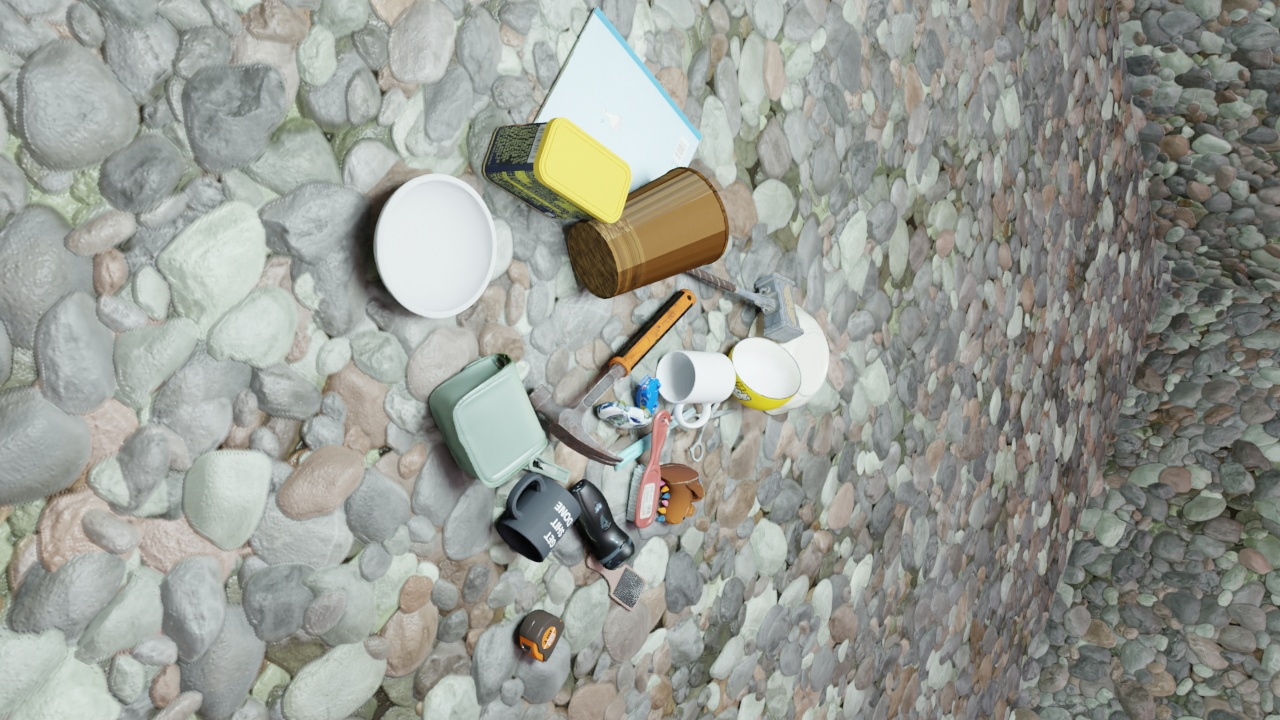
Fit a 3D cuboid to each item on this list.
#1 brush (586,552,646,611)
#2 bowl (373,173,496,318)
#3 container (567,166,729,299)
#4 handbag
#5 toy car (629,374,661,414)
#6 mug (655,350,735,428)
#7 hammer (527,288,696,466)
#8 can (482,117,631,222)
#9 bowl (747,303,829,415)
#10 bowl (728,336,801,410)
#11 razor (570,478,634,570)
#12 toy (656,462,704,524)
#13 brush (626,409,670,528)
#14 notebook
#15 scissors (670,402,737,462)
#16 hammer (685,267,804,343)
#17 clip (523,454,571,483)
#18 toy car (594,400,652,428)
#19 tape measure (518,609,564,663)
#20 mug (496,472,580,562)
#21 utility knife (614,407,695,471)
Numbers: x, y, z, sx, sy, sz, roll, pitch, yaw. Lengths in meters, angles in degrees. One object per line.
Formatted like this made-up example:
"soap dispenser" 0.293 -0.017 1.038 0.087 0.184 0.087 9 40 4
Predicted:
"brush" -0.032 0.303 1.274 0.135 0.015 0.049 48 61 -41
"bowl" -0.223 -0.121 0.969 0.149 0.043 0.149 -11 105 -46
"container" 0.005 -0.154 1.150 0.166 0.132 0.132 -28 117 -30
"handbag" -0.170 0.069 1.042 0.106 0.067 0.122 -36 122 -28
"toy car" -0.006 0.037 1.259 0.033 0.062 0.092 -47 158 -35
"mug" 0.077 0.042 1.303 0.090 0.074 0.110 2 96 -48
"hammer" -0.007 0.007 1.205 0.138 0.035 0.313 46 51 -3
"can" -0.095 -0.214 1.047 0.135 0.104 0.075 26 77 -47
"bowl" 0.255 0.001 1.502 0.219 0.060 0.188 45 64 -42
"bowl" 0.179 0.029 1.401 0.117 0.117 0.068 -34 163 -39
"razor" -0.050 0.216 1.202 0.052 0.064 0.140 -47 129 -33
"toy" 0.039 0.192 1.320 0.103 0.070 0.090 9 104 -25
"brush" 0.010 0.147 1.268 0.040 0.030 0.172 -2 106 -46
"notebook" -0.020 -0.297 1.186 0.253 0.009 0.180 41 68 -43
"scissors" 0.091 0.078 1.372 0.158 0.014 0.141 38 62 -39
"hammer" 0.120 -0.112 1.338 0.321 0.044 0.098 18 56 -41
"clip" -0.120 0.133 1.140 0.075 0.042 0.023 33 71 -47
"toy car" -0.022 0.075 1.223 0.089 0.039 0.027 21 59 -47
"tape measure" -0.130 0.345 1.161 0.058 0.038 0.059 -64 149 -18
"mug" -0.127 0.181 1.101 0.077 0.071 0.105 -50 140 -30
"utility knife" 0.024 0.107 1.293 0.165 0.015 0.022 -31 117 -34
